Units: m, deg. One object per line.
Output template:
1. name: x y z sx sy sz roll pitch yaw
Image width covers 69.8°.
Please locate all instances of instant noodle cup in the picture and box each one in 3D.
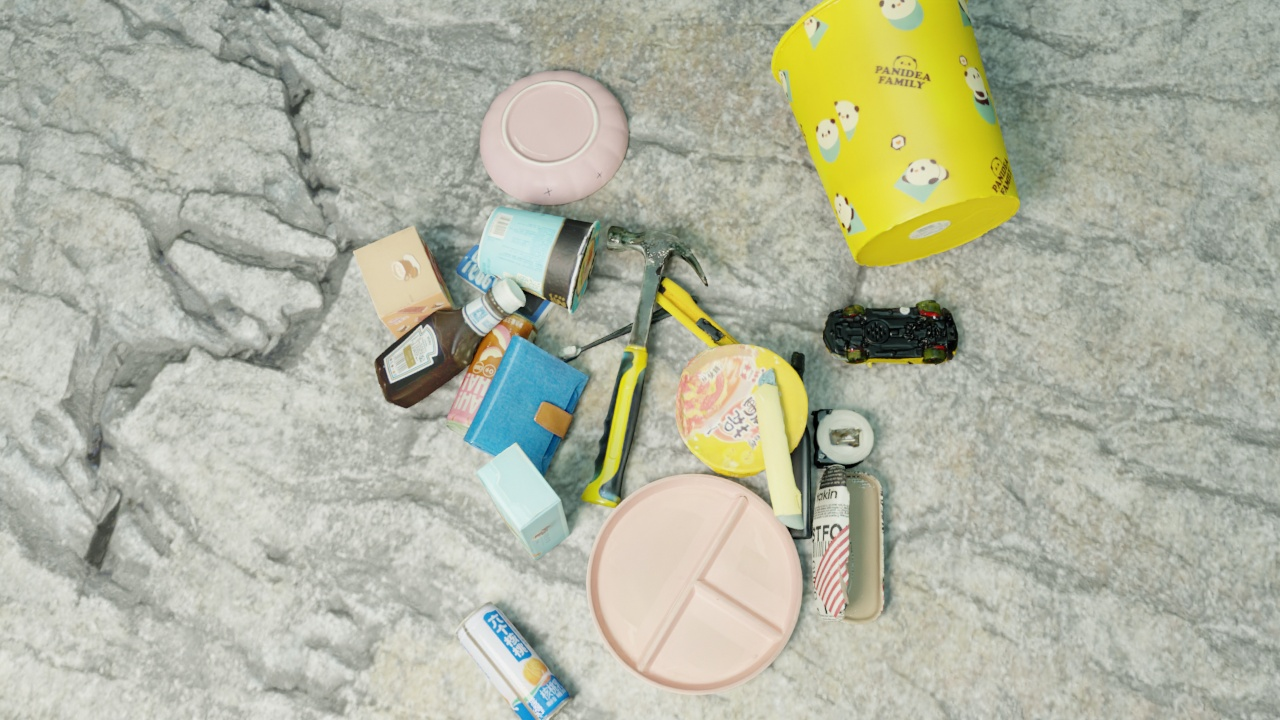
1. instant noodle cup: -0.119 -0.123 1.058 0.120 0.111 0.111 17 74 3
2. instant noodle cup: 0.107 0.063 0.993 0.138 0.110 0.138 -1 73 3

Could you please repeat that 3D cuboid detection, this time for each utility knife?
1. utility knife: 0.087 -0.032 1.067 0.209 0.015 0.033 41 80 11
2. utility knife: 0.137 0.086 0.916 0.031 0.018 0.167 -6 74 -3

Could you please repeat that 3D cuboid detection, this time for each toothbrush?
1. toothbrush: 0.177 0.091 1.023 0.026 0.027 0.212 -17 64 46
2. toothbrush: -0.014 -0.039 1.084 0.181 0.018 0.015 -23 64 -5

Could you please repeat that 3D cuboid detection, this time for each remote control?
1. remote control: -0.160 -0.089 1.104 0.125 0.024 0.049 34 77 9

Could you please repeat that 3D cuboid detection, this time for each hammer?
1. hammer: -0.006 0.006 1.043 0.126 0.032 0.323 10 79 12

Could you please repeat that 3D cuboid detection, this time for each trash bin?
1. trash bin: 0.292 -0.258 1.034 0.229 0.230 0.255 -14 78 -1

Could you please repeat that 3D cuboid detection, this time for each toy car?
1. toy car: 0.284 -0.029 1.046 0.156 0.041 0.071 -1 72 2

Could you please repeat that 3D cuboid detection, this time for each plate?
1. plate: -0.112 -0.290 1.158 0.192 0.039 0.192 -1 72 3
2. plate: 0.057 0.237 0.984 0.229 0.028 0.229 -1 73 4

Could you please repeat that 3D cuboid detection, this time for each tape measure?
1. tape measure: 0.224 0.087 1.018 0.066 0.033 0.065 -1 74 4

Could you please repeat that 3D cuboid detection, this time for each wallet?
1. wallet: -0.126 0.053 1.026 0.106 0.040 0.133 32 74 -30

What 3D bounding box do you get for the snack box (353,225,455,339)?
1. snack box: -0.271 -0.087 1.074 0.077 0.094 0.092 -24 72 -5

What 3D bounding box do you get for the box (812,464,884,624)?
1. box: 0.225 0.195 0.970 0.088 0.076 0.162 8 71 -17

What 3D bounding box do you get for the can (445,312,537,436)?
1. can: -0.170 0.017 1.053 0.058 0.058 0.147 18 74 9

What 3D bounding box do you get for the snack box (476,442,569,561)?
1. snack box: -0.118 0.150 0.947 0.051 0.175 0.074 -36 73 -14

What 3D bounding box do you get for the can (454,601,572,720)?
1. can: -0.133 0.319 0.957 0.053 0.053 0.134 -41 74 -9

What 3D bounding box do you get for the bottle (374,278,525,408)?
1. bottle: -0.215 -0.024 1.040 0.195 0.044 0.079 -35 59 15
